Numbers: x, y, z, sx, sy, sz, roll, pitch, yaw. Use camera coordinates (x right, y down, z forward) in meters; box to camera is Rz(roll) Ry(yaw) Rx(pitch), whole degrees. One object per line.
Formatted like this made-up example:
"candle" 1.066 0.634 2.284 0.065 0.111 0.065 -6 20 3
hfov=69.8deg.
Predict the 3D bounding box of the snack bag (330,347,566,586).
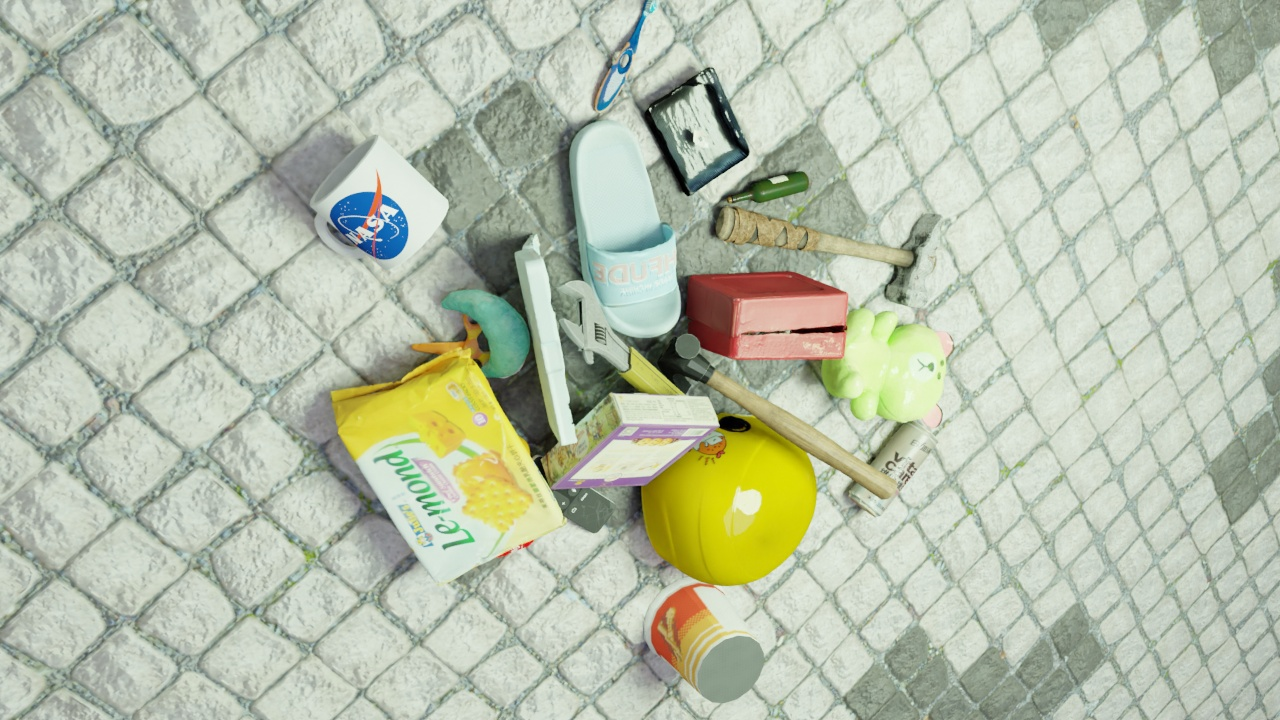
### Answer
"snack bag" -0.196 0.107 0.961 0.160 0.068 0.247 -24 111 5

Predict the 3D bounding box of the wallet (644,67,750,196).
"wallet" 0.062 -0.252 1.012 0.089 0.026 0.115 -35 118 -11

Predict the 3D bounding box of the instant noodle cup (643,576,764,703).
"instant noodle cup" 0.085 0.358 1.165 0.123 0.121 0.123 -8 109 -23

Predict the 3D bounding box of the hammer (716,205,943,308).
"hammer" 0.235 -0.143 1.121 0.318 0.049 0.121 7 101 -25

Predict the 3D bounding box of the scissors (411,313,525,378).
"scissors" -0.178 -0.009 0.988 0.128 0.011 0.125 34 90 -27

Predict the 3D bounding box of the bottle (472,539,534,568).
"bottle" -0.151 0.203 1.054 0.118 0.036 0.036 -18 113 -19

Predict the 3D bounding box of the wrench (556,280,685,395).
"wrench" -0.006 0.006 1.017 0.273 0.018 0.083 41 43 -42

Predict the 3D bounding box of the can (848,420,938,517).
"can" 0.345 0.148 1.256 0.054 0.054 0.135 41 88 -29

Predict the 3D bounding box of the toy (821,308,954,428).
"toy" 0.312 0.011 1.177 0.196 0.107 0.150 21 73 -38

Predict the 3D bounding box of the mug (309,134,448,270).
"mug" -0.257 -0.142 0.873 0.121 0.090 0.090 -30 123 26

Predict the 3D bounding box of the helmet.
"helmet" 0.130 0.177 1.117 0.239 0.140 0.209 -20 114 -18

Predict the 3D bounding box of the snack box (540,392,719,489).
"snack box" -0.012 0.092 1.017 0.143 0.040 0.148 4 144 -41

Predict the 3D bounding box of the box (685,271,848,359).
"box" 0.144 -0.051 1.059 0.157 0.129 0.093 -1 106 -25

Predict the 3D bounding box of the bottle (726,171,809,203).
"bottle" 0.148 -0.198 1.070 0.106 0.025 0.025 -18 113 -19

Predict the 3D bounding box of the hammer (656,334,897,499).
"hammer" 0.157 0.069 1.052 0.305 0.132 0.040 33 78 -3

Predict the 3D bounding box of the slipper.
"slipper" -0.014 -0.135 0.988 0.104 0.074 0.245 -21 113 -17

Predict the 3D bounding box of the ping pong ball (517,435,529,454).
"ping pong ball" -0.144 0.103 1.023 0.040 0.040 0.040 -8 109 -23

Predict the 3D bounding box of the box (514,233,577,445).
"box" -0.098 -0.023 0.954 0.040 0.134 0.197 -11 111 -8

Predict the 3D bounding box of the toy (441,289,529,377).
"toy" -0.154 -0.031 0.949 0.105 0.085 0.033 64 35 -19

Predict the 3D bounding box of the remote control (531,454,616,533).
"remote control" -0.085 0.158 1.073 0.045 0.008 0.146 -52 129 -2

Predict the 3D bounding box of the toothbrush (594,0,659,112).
"toothbrush" -0.014 -0.321 0.961 0.021 0.017 0.135 25 95 -27
